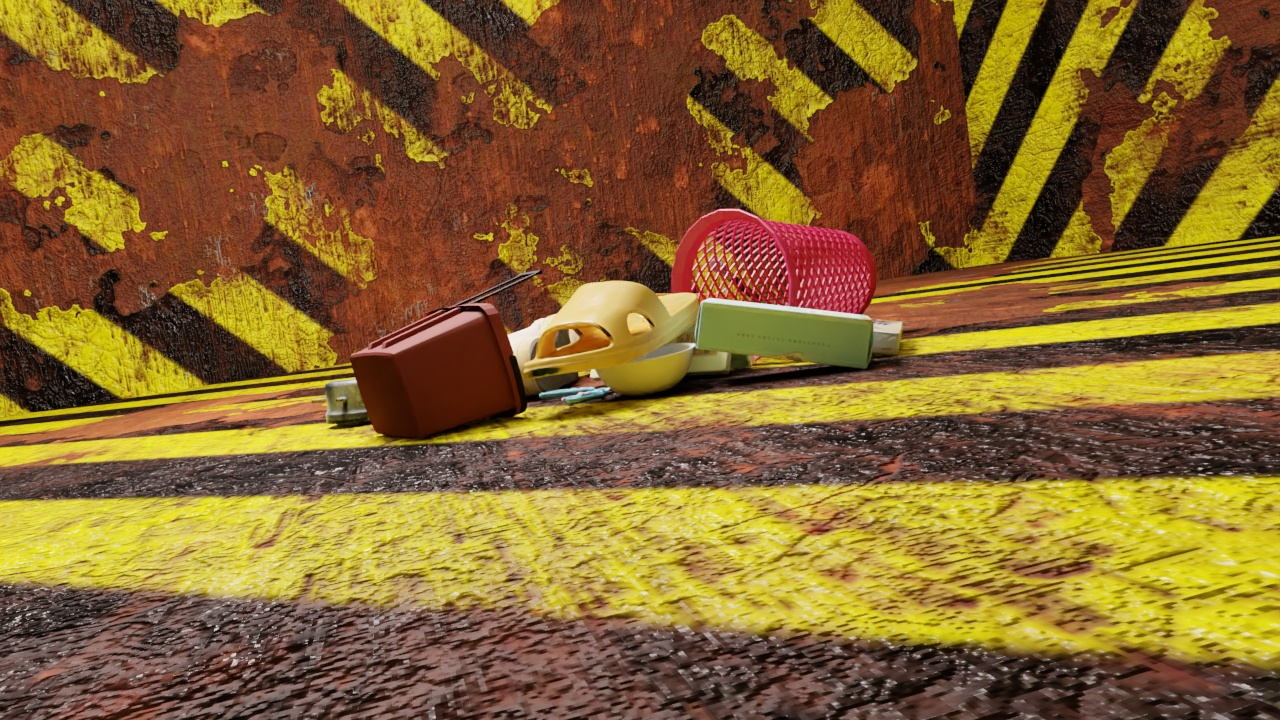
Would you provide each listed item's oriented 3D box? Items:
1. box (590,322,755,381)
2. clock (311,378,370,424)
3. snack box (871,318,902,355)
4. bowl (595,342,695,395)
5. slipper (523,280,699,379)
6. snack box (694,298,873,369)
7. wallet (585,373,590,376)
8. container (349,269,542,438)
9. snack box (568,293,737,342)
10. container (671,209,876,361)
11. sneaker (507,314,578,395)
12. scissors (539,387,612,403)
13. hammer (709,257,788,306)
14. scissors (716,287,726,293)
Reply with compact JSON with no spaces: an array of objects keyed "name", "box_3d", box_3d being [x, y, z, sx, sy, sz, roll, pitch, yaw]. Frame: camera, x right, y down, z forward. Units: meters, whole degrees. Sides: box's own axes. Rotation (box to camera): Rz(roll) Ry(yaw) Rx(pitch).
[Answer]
[{"name":"box","box_3d":[0.035,-0.016,1.074,0.188,0.078,0.089,-5,6,34]},{"name":"clock","box_3d":[-0.316,0.046,1.089,0.090,0.052,0.129,-4,2,42]},{"name":"snack box","box_3d":[0.252,-0.031,1.035,0.082,0.026,0.149,6,8,17]},{"name":"bowl","box_3d":[0.006,0.013,0.947,0.110,0.040,0.110,-10,7,1]},{"name":"slipper","box_3d":[-0.022,-0.045,0.946,0.100,0.078,0.262,-2,15,32]},{"name":"snack box","box_3d":[0.145,-0.029,0.929,0.175,0.053,0.075,8,8,9]},{"name":"wallet","box_3d":[-0.007,0.007,1.229,0.115,0.018,0.092,-7,3,-28]},{"name":"container","box_3d":[-0.173,-0.002,0.932,0.200,0.127,0.148,-24,14,-36]},{"name":"snack box","box_3d":[0.015,-0.044,1.244,0.195,0.080,0.145,-2,-2,-20]},{"name":"container","box_3d":[0.183,-0.098,1.154,0.225,0.183,0.184,-9,4,-44]},{"name":"sneaker","box_3d":[-0.145,0.003,1.152,0.102,0.089,0.241,-16,8,9]},{"name":"scissors","box_3d":[-0.056,0.035,1.010,0.126,0.015,0.136,-3,0,35]},{"name":"hammer","box_3d":[0.164,-0.095,1.337,0.099,0.044,0.321,-6,-15,26]},{"name":"scissors","box_3d":[0.060,-0.062,1.358,0.171,0.168,0.023,-38,36,10]}]
